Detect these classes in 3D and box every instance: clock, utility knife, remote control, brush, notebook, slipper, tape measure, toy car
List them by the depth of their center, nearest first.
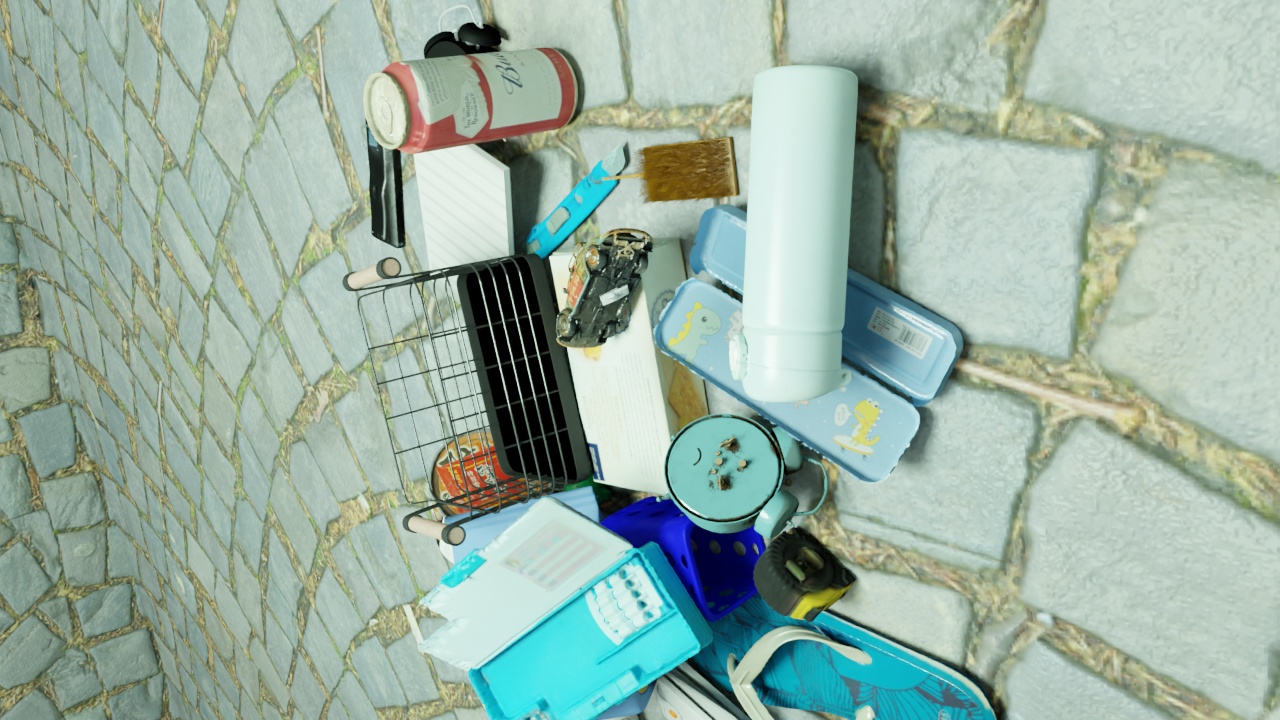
[{"bbox_3d":[-0.032,-0.061,0.690,0.112,0.047,0.047,-63,40,33],"label":"toy car"},{"bbox_3d":[0.078,0.089,0.693,0.124,0.089,0.053,8,153,14],"label":"clock"},{"bbox_3d":[0.120,0.163,0.703,0.067,0.062,0.038,47,134,23],"label":"tape measure"},{"bbox_3d":[0.017,-0.143,0.705,0.127,0.017,0.048,5,110,40],"label":"brush"},{"bbox_3d":[0.134,0.254,0.733,0.295,0.060,0.118,5,107,45],"label":"slipper"},{"bbox_3d":[-0.060,-0.133,0.797,0.175,0.015,0.031,-37,84,46],"label":"utility knife"},{"bbox_3d":[-0.155,-0.253,0.820,0.091,0.042,0.121,3,109,45],"label":"clock"},{"bbox_3d":[-0.168,-0.124,0.879,0.142,0.009,0.210,37,144,28],"label":"notebook"},{"bbox_3d":[-0.278,-0.196,0.987,0.047,0.022,0.150,26,124,37],"label":"remote control"}]

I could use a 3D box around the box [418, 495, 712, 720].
[{"bbox_3d":[-0.076,0.214,0.749,0.182,0.071,0.228,47,117,-4],"label":"box"}]

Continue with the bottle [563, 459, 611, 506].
[{"bbox_3d":[-0.072,0.094,0.886,0.043,0.043,0.111,-42,75,46],"label":"bottle"}]

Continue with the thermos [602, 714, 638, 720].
[{"bbox_3d":[-0.051,0.307,0.948,0.052,0.052,0.224,-11,99,48],"label":"thermos"}]

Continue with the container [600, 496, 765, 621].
[{"bbox_3d":[0.034,0.162,0.776,0.114,0.084,0.085,-10,98,48],"label":"container"}]

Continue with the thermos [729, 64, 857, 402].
[{"bbox_3d":[0.099,-0.077,0.585,0.065,0.078,0.207,-138,50,-79],"label":"thermos"}]

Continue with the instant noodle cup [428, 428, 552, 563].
[{"bbox_3d":[-0.165,0.155,0.962,0.123,0.123,0.122,49,144,19],"label":"instant noodle cup"}]

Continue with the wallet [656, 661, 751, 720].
[{"bbox_3d":[0.063,0.321,0.825,0.118,0.037,0.115,34,149,32],"label":"wallet"}]

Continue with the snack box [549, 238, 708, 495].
[{"bbox_3d":[-0.005,0.004,0.767,0.104,0.057,0.208,3,109,44],"label":"snack box"}]

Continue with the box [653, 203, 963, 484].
[{"bbox_3d":[0.110,-0.016,0.647,0.209,0.034,0.128,34,115,27],"label":"box"}]

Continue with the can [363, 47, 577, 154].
[{"bbox_3d":[-0.128,-0.205,0.719,0.067,0.169,0.067,22,122,39],"label":"can"}]

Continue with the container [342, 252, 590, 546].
[{"bbox_3d":[-0.159,0.024,0.817,0.163,0.130,0.241,-4,100,56],"label":"container"}]

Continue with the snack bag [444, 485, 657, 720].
[{"bbox_3d":[-0.085,0.227,0.857,0.159,0.102,0.205,-14,98,16],"label":"snack bag"}]
